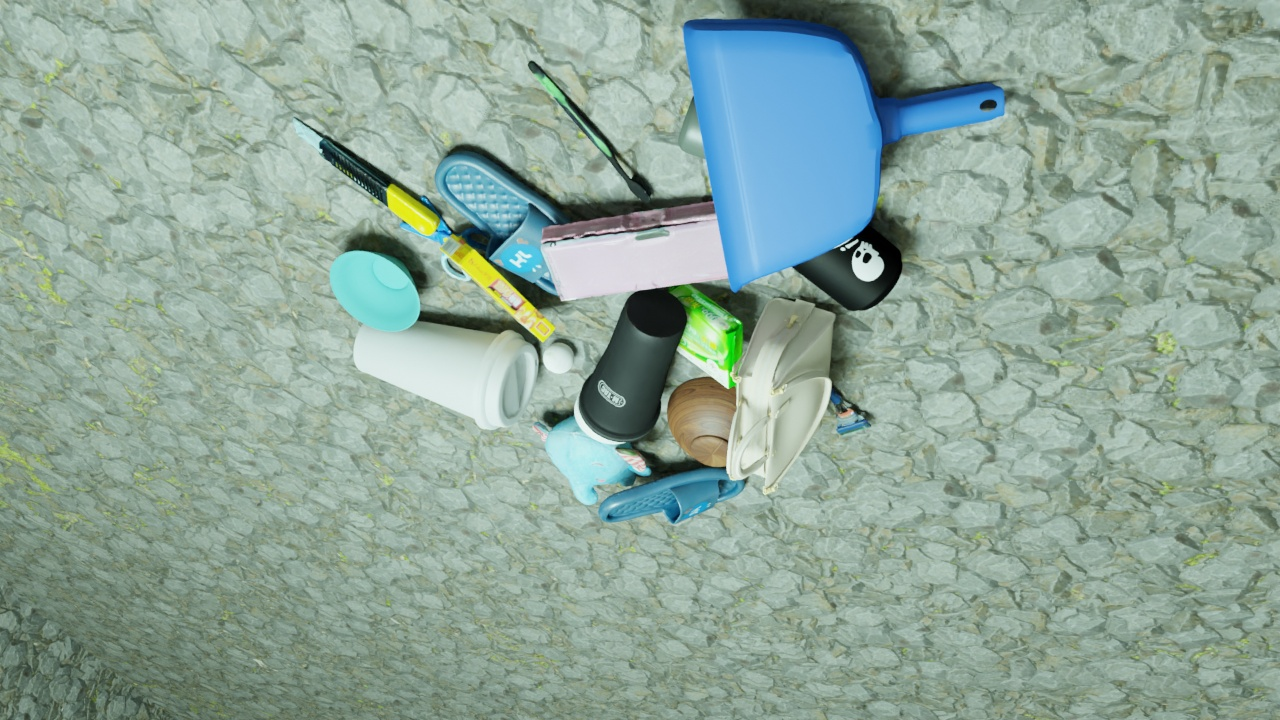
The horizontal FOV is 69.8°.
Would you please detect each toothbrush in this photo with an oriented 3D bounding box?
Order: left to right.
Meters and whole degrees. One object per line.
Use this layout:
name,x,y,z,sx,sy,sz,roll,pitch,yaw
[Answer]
toothbrush,-0.049,-0.233,0.943,0.014,0.017,0.188,-26,119,35

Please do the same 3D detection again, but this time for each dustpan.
dustpan,0.188,-0.200,0.811,0.258,0.059,0.246,-8,113,13

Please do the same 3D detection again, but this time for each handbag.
handbag,0.143,0.059,1.030,0.101,0.197,0.195,18,136,23

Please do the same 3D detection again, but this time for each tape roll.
tape roll,-0.039,0.066,1.202,0.094,0.093,0.019,20,139,-2

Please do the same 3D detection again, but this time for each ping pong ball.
ping pong ball,-0.106,-0.003,1.192,0.040,0.040,0.040,11,139,9

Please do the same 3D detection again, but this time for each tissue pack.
tissue pack,0.076,-0.028,1.067,0.114,0.034,0.100,37,151,34

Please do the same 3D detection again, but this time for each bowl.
bowl,-0.326,-0.099,1.160,0.121,0.046,0.121,10,132,12
bowl,0.100,0.096,1.202,0.147,0.068,0.147,11,139,9

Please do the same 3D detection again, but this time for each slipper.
slipper,-0.142,-0.149,1.033,0.104,0.059,0.213,-28,120,38
slipper,0.046,0.203,1.305,0.213,0.059,0.104,-11,152,-7

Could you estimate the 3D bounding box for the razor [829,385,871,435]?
razor,0.234,0.038,1.129,0.044,0.018,0.141,-21,122,33

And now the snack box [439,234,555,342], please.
snack box,-0.169,-0.085,1.091,0.152,0.025,0.075,46,174,-38

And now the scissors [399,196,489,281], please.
scissors,-0.231,-0.142,1.110,0.125,0.016,0.125,18,134,1

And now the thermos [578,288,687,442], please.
thermos,-0.007,0.006,1.103,0.106,0.105,0.219,20,144,-1

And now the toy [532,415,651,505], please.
toy,-0.065,0.146,1.300,0.184,0.114,0.181,11,152,25

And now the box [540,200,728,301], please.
box,0.013,-0.116,0.993,0.233,0.041,0.098,-6,133,10

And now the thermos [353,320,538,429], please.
thermos,-0.258,0.005,1.205,0.222,0.131,0.132,15,140,16

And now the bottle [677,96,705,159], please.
bottle,0.094,-0.212,0.873,0.108,0.060,0.060,19,139,0

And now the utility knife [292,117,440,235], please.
utility knife,-0.317,-0.212,1.056,0.198,0.020,0.029,37,130,-13

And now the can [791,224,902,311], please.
can,0.188,-0.118,0.925,0.146,0.080,0.080,34,137,-17
